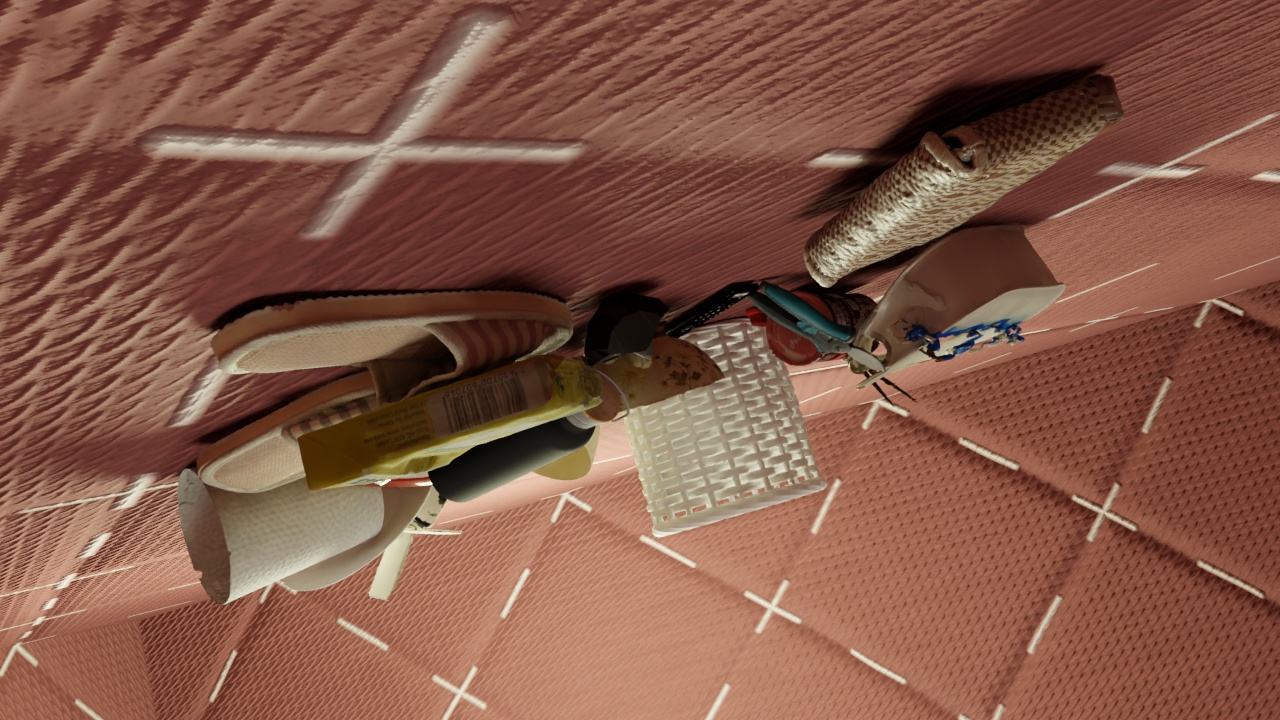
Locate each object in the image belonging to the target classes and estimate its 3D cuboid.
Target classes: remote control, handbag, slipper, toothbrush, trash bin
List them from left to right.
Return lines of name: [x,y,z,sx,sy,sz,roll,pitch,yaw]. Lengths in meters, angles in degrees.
trash bin: [-0.355,0.152,0.918,0.161,0.133,0.134,-14,171,-41]
slipper: [-0.247,0.067,0.755,0.273,0.054,0.114,-18,147,17]
slipper: [-0.146,-0.004,0.604,0.115,0.052,0.262,-25,166,36]
remote control: [0.055,-0.041,0.834,0.030,0.009,0.140,-10,168,-33]
toothbrush: [0.174,-0.046,0.973,0.012,0.018,0.212,-24,167,37]
handbag: [0.189,-0.111,0.574,0.124,0.047,0.186,-21,172,-20]
handbag: [0.296,-0.031,0.885,0.200,0.093,0.200,-10,151,-40]

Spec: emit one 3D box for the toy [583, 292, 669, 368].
toy: [-0.014,-0.021,0.718,0.076,0.062,0.100,-36,-170,-8]

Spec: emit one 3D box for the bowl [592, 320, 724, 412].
bowl: [-0.005,0.004,0.797,0.145,0.063,0.145,-16,-178,1]

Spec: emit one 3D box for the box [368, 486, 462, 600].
box: [-0.260,0.205,1.085,0.099,0.183,0.144,39,153,-25]

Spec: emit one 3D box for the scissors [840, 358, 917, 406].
scissors: [0.224,-0.007,0.999,0.013,0.171,0.157,-60,-171,28]

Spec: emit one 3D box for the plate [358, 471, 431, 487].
plate: [-0.207,0.066,0.845,0.230,0.021,0.230,-8,153,-4]

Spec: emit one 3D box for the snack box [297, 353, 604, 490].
snack box: [-0.120,0.043,0.626,0.181,0.045,0.121,-19,174,12]

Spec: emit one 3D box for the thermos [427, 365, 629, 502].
thermos: [-0.092,0.059,0.749,0.061,0.061,0.232,-6,164,-45]

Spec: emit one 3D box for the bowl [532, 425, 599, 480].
bowl: [-0.087,0.054,0.916,0.118,0.118,0.073,-28,-153,48]

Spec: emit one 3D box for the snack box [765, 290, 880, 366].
snack box: [0.186,-0.033,0.911,0.072,0.072,0.121,-24,168,38]

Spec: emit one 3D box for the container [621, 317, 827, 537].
container: [0.080,0.072,0.977,0.189,0.186,0.189,-16,170,-3]

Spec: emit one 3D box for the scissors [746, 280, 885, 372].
scissors: [0.156,-0.026,0.823,0.139,0.019,0.136,5,148,28]

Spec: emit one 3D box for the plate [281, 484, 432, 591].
plate: [-0.315,0.178,1.037,0.209,0.015,0.208,-25,-150,15]
